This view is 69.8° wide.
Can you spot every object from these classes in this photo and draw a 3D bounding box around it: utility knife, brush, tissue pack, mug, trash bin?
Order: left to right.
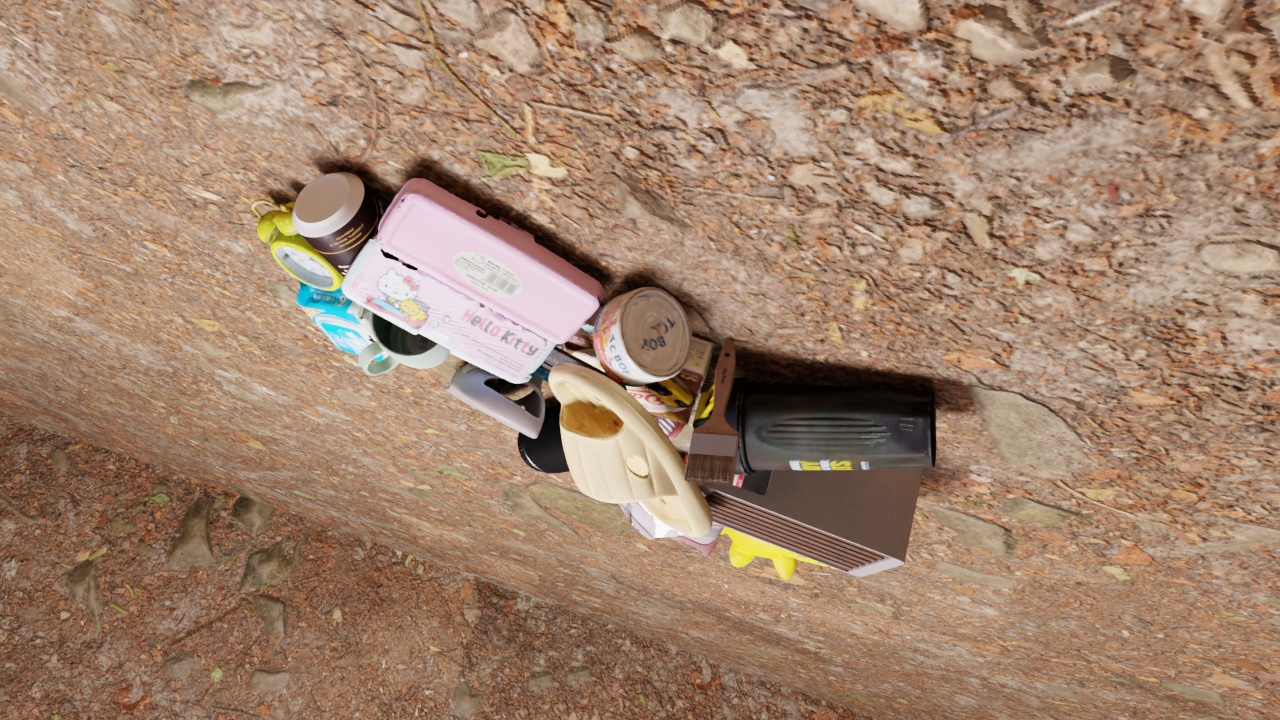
[{"bbox_3d":[-0.321,-0.048,1.047,0.093,0.061,0.144,12,156,16],"label":"tissue pack"},{"bbox_3d":[-0.254,-0.024,0.995,0.084,0.111,0.104,51,168,7],"label":"mug"},{"bbox_3d":[-0.001,0.007,0.878,0.031,0.017,0.159,-16,136,36],"label":"utility knife"},{"bbox_3d":[0.007,0.091,1.137,0.030,0.040,0.173,42,155,-7],"label":"brush"},{"bbox_3d":[0.072,0.044,0.844,0.045,0.142,0.008,2,154,18],"label":"brush"},{"bbox_3d":[0.172,0.136,1.002,0.229,0.114,0.115,21,157,-4],"label":"trash bin"}]

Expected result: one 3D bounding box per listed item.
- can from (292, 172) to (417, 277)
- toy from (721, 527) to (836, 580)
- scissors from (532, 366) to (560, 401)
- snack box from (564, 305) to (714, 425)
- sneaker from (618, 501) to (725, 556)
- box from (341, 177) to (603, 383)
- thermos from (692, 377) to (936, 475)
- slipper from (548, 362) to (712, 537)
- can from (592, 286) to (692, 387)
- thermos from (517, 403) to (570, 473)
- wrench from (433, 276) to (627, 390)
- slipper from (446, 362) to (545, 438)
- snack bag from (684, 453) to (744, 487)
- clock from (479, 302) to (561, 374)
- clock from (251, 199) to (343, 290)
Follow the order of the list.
[{"bbox_3d":[-0.258,-0.111,0.850,0.072,0.071,0.128,9,155,23],"label":"can"},{"bbox_3d":[0.193,0.224,1.221,0.194,0.087,0.134,-11,125,44],"label":"toy"},{"bbox_3d":[-0.092,0.019,1.047,0.140,0.013,0.117,30,-159,33],"label":"scissors"},{"bbox_3d":[-0.006,0.006,0.947,0.143,0.041,0.147,18,156,3],"label":"snack box"},{"bbox_3d":[0.006,0.190,1.219,0.236,0.089,0.099,23,-163,23],"label":"sneaker"},{"bbox_3d":[-0.152,-0.062,0.829,0.201,0.037,0.153,29,123,-23],"label":"box"},{"bbox_3d":[0.162,0.062,0.866,0.221,0.098,0.098,0,151,23],"label":"thermos"},{"bbox_3d":[-0.012,0.109,0.888,0.111,0.079,0.261,11,147,42],"label":"slipper"},{"bbox_3d":[0.003,-0.021,0.826,0.086,0.086,0.043,33,152,-29],"label":"can"},{"bbox_3d":[-0.086,0.095,1.148,0.086,0.086,0.199,31,154,-25],"label":"thermos"},{"bbox_3d":[-0.134,-0.027,0.910,0.273,0.018,0.073,28,118,9],"label":"wrench"},{"bbox_3d":[-0.167,0.029,1.101,0.113,0.080,0.266,34,171,-14],"label":"slipper"},{"bbox_3d":[0.129,0.156,1.121,0.176,0.082,0.082,13,156,18],"label":"snack bag"},{"bbox_3d":[-0.138,-0.024,0.971,0.126,0.051,0.089,-8,144,47],"label":"clock"},{"bbox_3d":[-0.328,-0.121,0.904,0.083,0.057,0.119,-6,140,45],"label":"clock"}]
